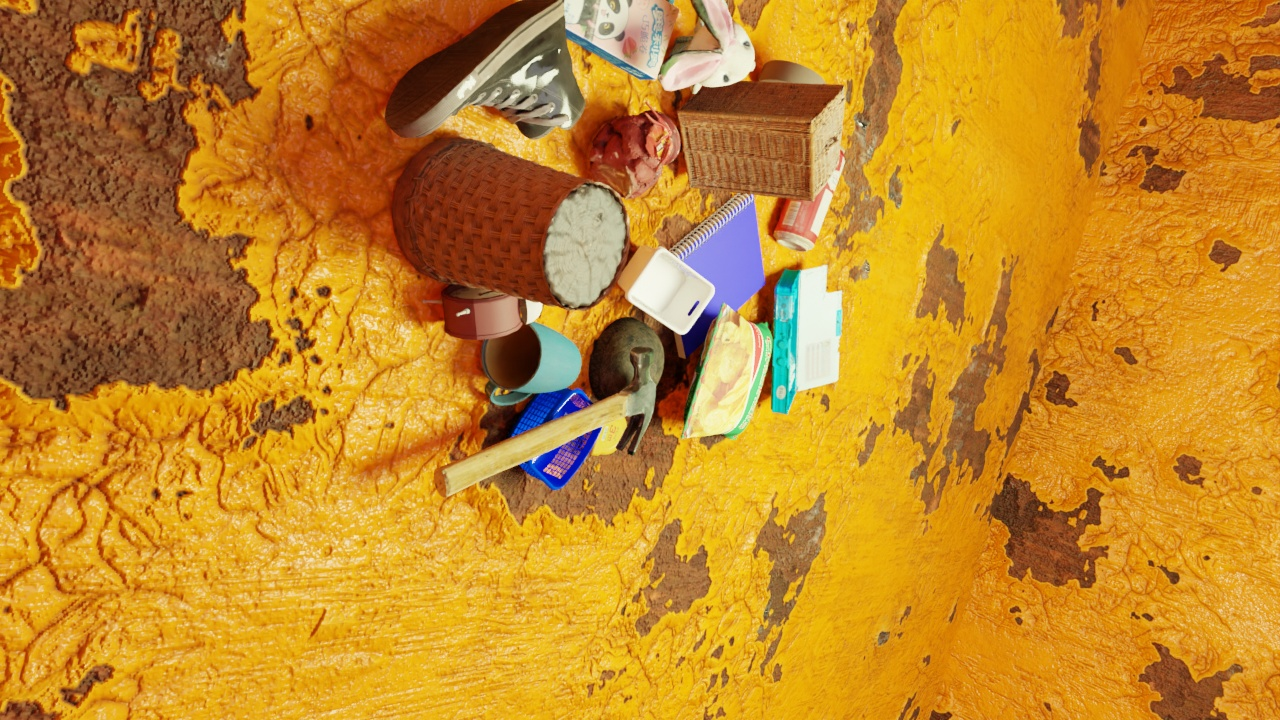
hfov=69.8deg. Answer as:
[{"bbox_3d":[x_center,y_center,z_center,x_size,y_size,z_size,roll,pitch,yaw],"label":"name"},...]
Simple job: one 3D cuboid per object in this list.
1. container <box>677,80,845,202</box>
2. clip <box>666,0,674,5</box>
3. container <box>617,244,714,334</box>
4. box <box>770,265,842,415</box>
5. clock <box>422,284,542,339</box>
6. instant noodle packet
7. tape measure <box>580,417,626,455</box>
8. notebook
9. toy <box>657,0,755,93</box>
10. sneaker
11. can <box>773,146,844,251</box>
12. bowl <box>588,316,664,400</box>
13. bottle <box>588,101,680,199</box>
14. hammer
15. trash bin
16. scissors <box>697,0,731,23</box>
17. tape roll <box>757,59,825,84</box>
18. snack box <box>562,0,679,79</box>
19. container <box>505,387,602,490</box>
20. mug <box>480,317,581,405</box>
[{"bbox_3d":[0.158,-0.288,1.189,0.113,0.199,0.113,-51,143,-42],"label":"container"},{"bbox_3d":[0.019,-0.403,1.112,0.113,0.028,0.127,15,94,-47],"label":"clip"},{"bbox_3d":[0.029,-0.098,1.208,0.129,0.049,0.081,31,96,-44],"label":"container"},{"bbox_3d":[0.267,-0.043,1.531,0.180,0.074,0.227,-27,125,-43],"label":"box"},{"bbox_3d":[-0.161,-0.059,0.982,0.124,0.087,0.044,-22,120,-40],"label":"clock"},{"bbox_3d":[0.134,0.025,1.369,0.252,0.090,0.195,12,96,-66],"label":"instant noodle packet"},{"bbox_3d":[-0.047,0.093,1.230,0.058,0.030,0.068,9,100,-52],"label":"tape measure"},{"bbox_3d":[0.110,-0.130,1.340,0.208,0.022,0.172,-42,135,-32],"label":"notebook"},{"bbox_3d":[0.083,-0.358,1.102,0.205,0.105,0.131,-77,-171,-86],"label":"toy"},{"bbox_3d":[-0.146,-0.261,0.916,0.234,0.095,0.120,-51,137,-35],"label":"sneaker"},{"bbox_3d":[0.266,-0.258,1.439,0.067,0.067,0.170,24,85,-52],"label":"can"},{"bbox_3d":[-0.007,0.007,1.222,0.121,0.056,0.121,-23,122,-44],"label":"bowl"},{"bbox_3d":[-0.005,-0.248,1.089,0.110,0.099,0.099,-43,134,-38],"label":"bottle"},{"bbox_3d":[-0.098,0.087,1.068,0.329,0.033,0.132,-21,122,-44],"label":"hammer"},{"bbox_3d":[-0.120,-0.133,0.900,0.150,0.210,0.151,-24,123,-45],"label":"trash bin"},{"bbox_3d":[0.083,-0.483,1.166,0.072,0.033,0.176,-42,129,-29],"label":"scissors"},{"bbox_3d":[0.213,-0.388,1.299,0.093,0.094,0.030,25,85,-52],"label":"tape roll"},{"bbox_3d":[-0.031,-0.385,1.029,0.154,0.033,0.088,15,96,-42],"label":"snack box"},{"bbox_3d":[-0.109,0.090,1.129,0.114,0.058,0.096,-56,140,-19],"label":"container"},{"bbox_3d":[-0.130,0.008,1.064,0.112,0.084,0.104,-47,156,15],"label":"mug"}]
